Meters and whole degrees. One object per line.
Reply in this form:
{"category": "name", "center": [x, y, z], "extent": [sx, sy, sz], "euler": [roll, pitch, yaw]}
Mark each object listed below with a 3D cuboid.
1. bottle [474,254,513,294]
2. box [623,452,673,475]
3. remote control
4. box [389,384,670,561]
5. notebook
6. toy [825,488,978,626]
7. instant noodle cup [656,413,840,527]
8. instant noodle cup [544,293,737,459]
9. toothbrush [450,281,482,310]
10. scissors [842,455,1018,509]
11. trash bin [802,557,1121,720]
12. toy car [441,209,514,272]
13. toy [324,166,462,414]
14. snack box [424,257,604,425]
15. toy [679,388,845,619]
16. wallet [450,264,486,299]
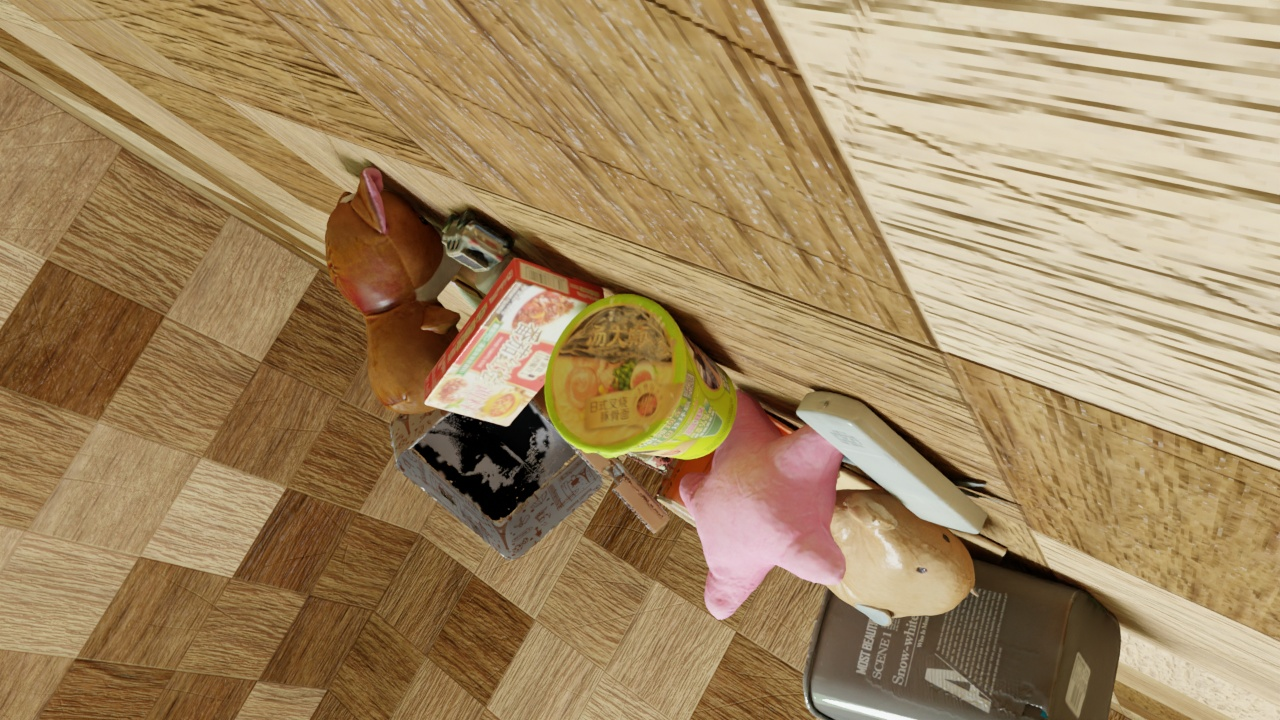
{"category": "bottle", "center": [-0.049, -0.023, 0.759], "extent": [0.195, 0.044, 0.080], "euler": [35, -171, -28]}
{"category": "box", "center": [0.007, 0.079, 1.076], "extent": [0.077, 0.091, 0.168], "euler": [29, 174, -25]}
{"category": "remote control", "center": [0.169, 0.068, 0.615], "extent": [0.150, 0.021, 0.058], "euler": [39, 166, -25]}
{"category": "box", "center": [-0.113, 0.106, 0.850], "extent": [0.181, 0.158, 0.205], "euler": [51, 175, -33]}
{"category": "notebook", "center": [0.253, 0.146, 0.906], "extent": [0.211, 0.012, 0.149], "euler": [26, 171, 24]}
{"category": "toy", "center": [0.205, 0.153, 0.745], "extent": [0.143, 0.082, 0.226], "euler": [19, 157, 12]}
{"category": "instant noodle cup", "center": [0.093, 0.113, 0.856], "extent": [0.151, 0.111, 0.151], "euler": [32, 170, 6]}
{"category": "instant noodle cup", "center": [0.011, 0.024, 0.666], "extent": [0.112, 0.111, 0.123], "euler": [25, 179, 34]}
{"category": "toothbrush", "center": [-0.171, -0.057, 0.950], "extent": [0.189, 0.020, 0.029], "euler": [43, 166, 18]}
{"category": "scissors", "center": [0.207, 0.087, 0.687], "extent": [0.163, 0.014, 0.165], "euler": [23, 169, 28]}
{"category": "trash bin", "center": [0.305, 0.280, 0.864], "extent": [0.220, 0.198, 0.198], "euler": [2, 156, 45]}
{"category": "toy car", "center": [-0.126, -0.087, 0.686], "extent": [0.042, 0.035, 0.090], "euler": [34, 174, -23]}
{"category": "toy", "center": [-0.193, -0.058, 0.765], "extent": [0.140, 0.130, 0.199], "euler": [-14, 107, 55]}
{"category": "snack box", "center": [-0.097, -0.009, 0.688], "extent": [0.075, 0.153, 0.025], "euler": [19, -137, -30]}
{"category": "toy", "center": [0.096, 0.098, 0.717], "extent": [0.074, 0.178, 0.195], "euler": [7, 150, -33]}
{"category": "wallet", "center": [-0.159, -0.082, 0.869], "extent": [0.132, 0.031, 0.108], "euler": [31, 171, 0]}
